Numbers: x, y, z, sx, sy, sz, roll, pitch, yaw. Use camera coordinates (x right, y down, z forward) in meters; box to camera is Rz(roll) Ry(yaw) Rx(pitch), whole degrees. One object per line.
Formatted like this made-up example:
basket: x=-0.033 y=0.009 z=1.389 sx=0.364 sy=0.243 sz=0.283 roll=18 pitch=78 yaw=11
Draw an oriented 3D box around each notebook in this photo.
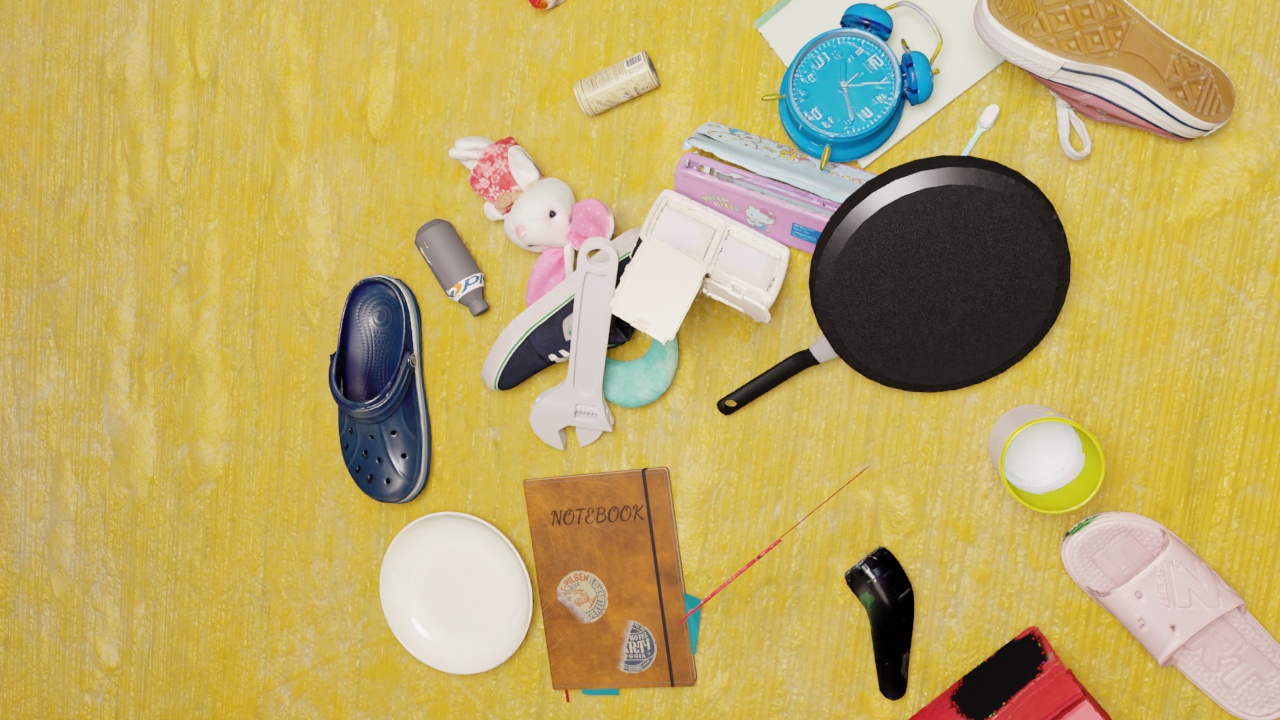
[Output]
notebook: x=-0.025 y=0.243 z=0.981 sx=0.179 sy=0.014 sz=0.249 roll=-7 pitch=93 yaw=15
notebook: x=0.259 y=-0.330 z=0.858 sx=0.253 sy=0.010 sz=0.182 roll=-37 pitch=85 yaw=15

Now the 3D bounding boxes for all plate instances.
plate: x=-0.200 y=0.254 z=1.018 sx=0.182 sy=0.034 sz=0.182 roll=1 pitch=95 yaw=15

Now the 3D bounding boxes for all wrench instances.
wrench: x=-0.062 y=-0.008 z=0.889 sx=0.087 sy=0.018 sz=0.274 roll=9 pitch=133 yaw=1

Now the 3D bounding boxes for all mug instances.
mug: x=0.358 y=0.085 z=0.819 sx=0.083 sy=0.106 sz=0.082 roll=1 pitch=95 yaw=15

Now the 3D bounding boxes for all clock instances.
clock: x=0.198 y=-0.258 z=0.841 sx=0.161 sy=0.060 sz=0.117 roll=-41 pitch=81 yaw=8

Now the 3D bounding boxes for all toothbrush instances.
toothbrush: x=0.283 y=-0.159 z=0.865 sx=0.016 sy=0.016 sz=0.181 roll=33 pitch=103 yaw=9

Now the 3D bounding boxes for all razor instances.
razor: x=0.236 y=0.259 z=0.902 sx=0.067 sy=0.053 sz=0.151 roll=3 pitch=105 yaw=42

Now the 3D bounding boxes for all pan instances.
pan: x=0.216 y=-0.035 z=0.846 sx=0.357 sy=0.034 sz=0.225 roll=-34 pitch=111 yaw=22

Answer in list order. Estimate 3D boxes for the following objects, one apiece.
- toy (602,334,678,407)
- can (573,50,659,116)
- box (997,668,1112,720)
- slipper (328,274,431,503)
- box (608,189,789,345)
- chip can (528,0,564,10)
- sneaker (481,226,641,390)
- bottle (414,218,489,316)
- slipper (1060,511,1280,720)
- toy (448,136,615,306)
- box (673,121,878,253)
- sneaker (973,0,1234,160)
toy: x=-0.006 y=0.006 z=0.947 sx=0.105 sy=0.033 sz=0.085 roll=-18 pitch=81 yaw=18
can: x=-0.024 y=-0.278 z=0.922 sx=0.080 sy=0.038 sz=0.038 roll=-20 pitch=89 yaw=15
box: x=0.387 y=0.447 z=0.772 sx=0.214 sy=0.153 sz=0.325 roll=-44 pitch=58 yaw=10
slipper: x=-0.292 y=0.033 z=0.994 sx=0.105 sy=0.095 sz=0.253 roll=-1 pitch=91 yaw=12
box: x=0.062 y=-0.084 z=0.827 sx=0.143 sy=0.190 sz=0.069 roll=24 pitch=134 yaw=-2
chip can: x=-0.141 y=-0.462 z=0.921 sx=0.069 sy=0.069 sz=0.220 roll=-35 pitch=86 yaw=15
sneaker: x=-0.063 y=-0.029 z=0.924 sx=0.236 sy=0.084 sz=0.079 roll=-39 pitch=76 yaw=18
bottle: x=-0.198 y=-0.098 z=0.980 sx=0.047 sy=0.047 sz=0.112 roll=-33 pitch=86 yaw=15
slipper: x=0.490 y=0.231 z=0.820 sx=0.239 sy=0.064 sz=0.094 roll=44 pitch=103 yaw=6
toy: x=-0.114 y=-0.158 z=0.935 sx=0.194 sy=0.084 sz=0.160 roll=50 pitch=132 yaw=5
box: x=0.138 y=-0.161 z=0.872 sx=0.214 sy=0.077 sz=0.096 roll=22 pitch=99 yaw=12
sneaker: x=0.385 y=-0.252 z=0.794 sx=0.241 sy=0.088 sz=0.118 roll=24 pitch=77 yaw=-8
